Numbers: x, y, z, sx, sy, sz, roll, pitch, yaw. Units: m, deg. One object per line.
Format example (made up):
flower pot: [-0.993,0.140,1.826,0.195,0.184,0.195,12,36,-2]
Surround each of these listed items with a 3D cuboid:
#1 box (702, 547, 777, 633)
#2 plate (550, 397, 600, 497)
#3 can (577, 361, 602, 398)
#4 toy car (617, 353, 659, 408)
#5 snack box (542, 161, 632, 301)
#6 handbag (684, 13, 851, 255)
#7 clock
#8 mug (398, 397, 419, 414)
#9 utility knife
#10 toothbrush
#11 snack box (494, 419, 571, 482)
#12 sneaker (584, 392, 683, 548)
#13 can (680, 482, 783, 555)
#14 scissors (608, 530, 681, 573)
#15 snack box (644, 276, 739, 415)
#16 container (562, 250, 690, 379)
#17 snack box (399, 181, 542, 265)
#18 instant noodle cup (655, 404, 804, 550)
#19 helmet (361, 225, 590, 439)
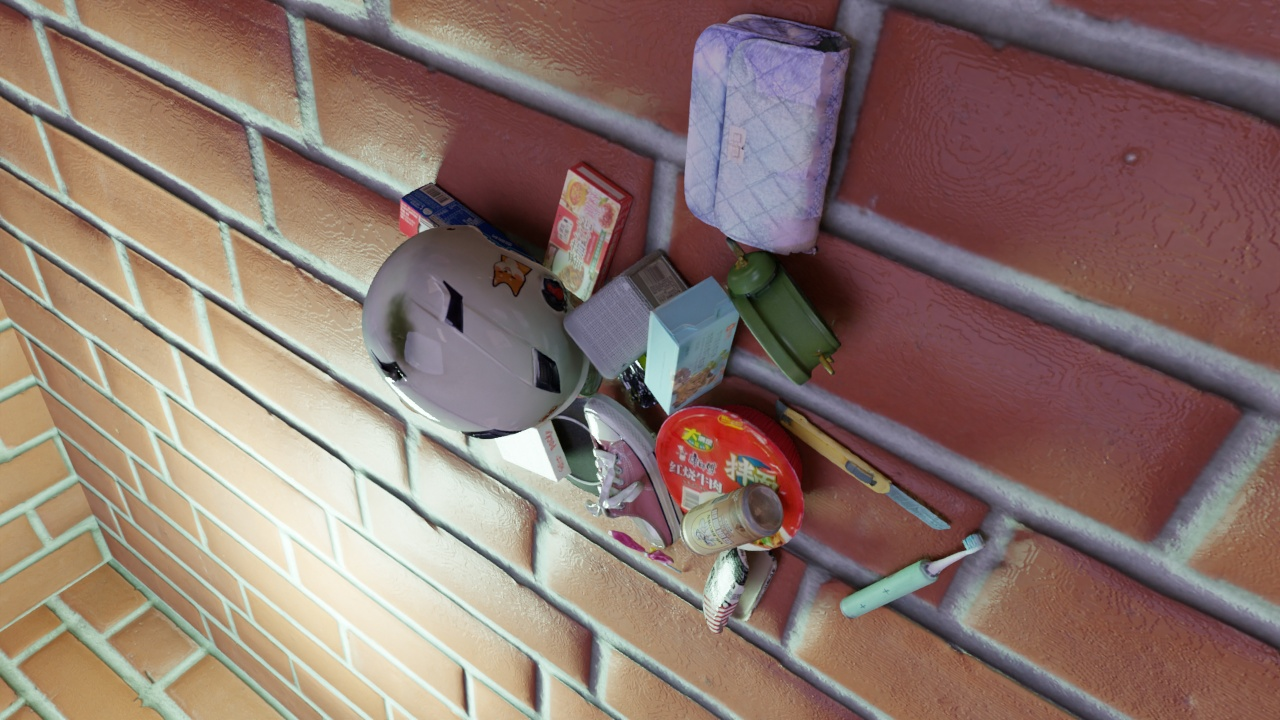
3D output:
box: [0.129,0.281,1.171,0.164,0.083,0.075,101,154,-43]
plate: [-0.082,0.118,1.245,0.179,0.024,0.180,22,131,28]
can: [-0.120,0.016,1.178,0.147,0.057,0.058,3,121,40]
toy car: [-0.006,0.006,1.093,0.105,0.032,0.048,55,139,1]
snack box: [-0.063,-0.142,1.039,0.075,0.025,0.153,37,137,14]
handbag: [0.108,-0.197,0.815,0.134,0.075,0.194,23,133,27]
clock: [0.129,-0.052,0.875,0.056,0.116,0.161,-37,89,12]
mug: [-0.298,0.012,1.322,0.078,0.078,0.123,41,132,10]
utility knife: [0.233,0.113,0.981,0.220,0.022,0.031,32,141,13]
toothbrush: [0.295,0.239,1.005,0.225,0.026,0.027,-48,62,48]
snack box: [-0.160,0.112,1.280,0.157,0.026,0.085,10,126,52]
sneaker: [-0.021,0.153,1.148,0.118,0.087,0.241,16,137,50]
can: [0.099,0.176,1.007,0.058,0.058,0.117,53,138,-3]
scissors: [0.006,0.258,1.234,0.130,0.017,0.133,26,165,1]
snack box: [0.050,-0.011,0.951,0.051,0.074,0.175,54,164,20]
container: [-0.007,-0.053,1.011,0.090,0.090,0.115,51,136,-2]
snack box: [-0.209,-0.140,1.144,0.207,0.057,0.058,36,139,14]
instant noodle cup: [0.112,0.122,1.050,0.194,0.065,0.194,21,130,28]
helmet: [-0.197,-0.016,1.034,0.274,0.156,0.230,43,111,-6]
